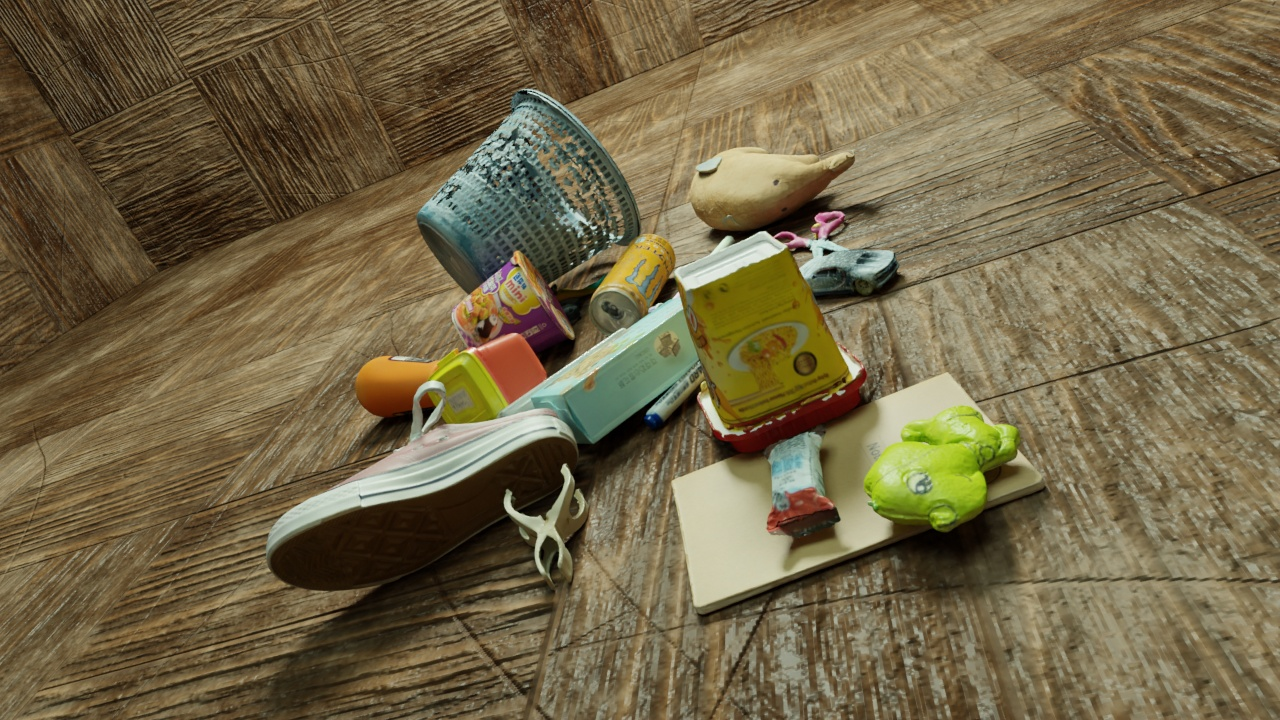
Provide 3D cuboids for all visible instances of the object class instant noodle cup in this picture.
[{"bbox_3d":[0.085,-0.018,0.661,0.116,0.124,0.116,-23,18,1],"label":"instant noodle cup"},{"bbox_3d":[-0.141,-0.046,0.988,0.099,0.111,0.111,-31,22,6],"label":"instant noodle cup"}]

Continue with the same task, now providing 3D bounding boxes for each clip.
[{"bbox_3d":[-0.074,0.121,0.649,0.095,0.035,0.101,-9,35,23],"label":"clip"}]

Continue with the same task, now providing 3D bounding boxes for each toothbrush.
[{"bbox_3d":[0.059,-0.091,0.990,0.020,0.029,0.189,32,44,11],"label":"toothbrush"}]

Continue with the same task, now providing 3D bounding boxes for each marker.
[{"bbox_3d":[0.055,0.003,0.765,0.145,0.017,0.017,-45,29,-20],"label":"marker"}]

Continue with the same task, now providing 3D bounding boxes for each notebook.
[{"bbox_3d":[0.122,0.077,0.580,0.208,0.008,0.147,-22,23,6],"label":"notebook"}]

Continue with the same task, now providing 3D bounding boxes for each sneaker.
[{"bbox_3d":[-0.169,0.094,0.709,0.240,0.118,0.088,-24,40,-13],"label":"sneaker"}]

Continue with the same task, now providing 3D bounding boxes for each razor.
[{"bbox_3d":[-0.054,-0.097,1.099,0.133,0.028,0.043,-22,10,20],"label":"razor"}]

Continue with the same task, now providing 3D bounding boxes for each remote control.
[{"bbox_3d":[-0.067,0.025,0.829,0.149,0.021,0.058,-36,-14,-24],"label":"remote control"}]

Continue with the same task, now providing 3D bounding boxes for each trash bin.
[{"bbox_3d":[-0.144,-0.169,1.087,0.194,0.226,0.227,-43,27,-15],"label":"trash bin"}]

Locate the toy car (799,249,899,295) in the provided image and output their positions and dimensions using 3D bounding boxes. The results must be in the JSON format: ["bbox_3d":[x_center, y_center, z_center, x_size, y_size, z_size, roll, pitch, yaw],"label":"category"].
[{"bbox_3d":[0.181,-0.080,0.832,0.106,0.031,0.048,-2,31,43],"label":"toy car"}]

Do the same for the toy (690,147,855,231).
[{"bbox_3d":[0.149,-0.202,1.063,0.143,0.082,0.226,-46,31,-17],"label":"toy"}]

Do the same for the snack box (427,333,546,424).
[{"bbox_3d":[-0.142,0.020,0.860,0.091,0.082,0.079,-30,4,46],"label":"snack box"}]

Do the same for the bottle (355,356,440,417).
[{"bbox_3d":[-0.231,0.026,0.975,0.150,0.067,0.066,-3,30,27],"label":"bottle"}]

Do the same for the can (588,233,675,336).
[{"bbox_3d":[-0.007,-0.083,0.985,0.058,0.058,0.145,-13,26,25],"label":"can"}]

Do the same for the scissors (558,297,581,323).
[{"bbox_3d":[-0.148,-0.033,1.083,0.176,0.014,0.132,-9,29,39],"label":"scissors"}]

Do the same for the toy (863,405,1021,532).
[{"bbox_3d":[0.167,0.061,0.520,0.100,0.031,0.097,-25,23,-12],"label":"toy"}]

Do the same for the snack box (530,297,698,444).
[{"bbox_3d":[-0.005,0.005,0.787,0.174,0.051,0.074,-36,12,-25],"label":"snack box"}]

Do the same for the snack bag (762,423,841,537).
[{"bbox_3d":[0.097,0.072,0.569,0.045,0.026,0.105,-27,20,18],"label":"snack bag"}]

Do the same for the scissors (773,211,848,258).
[{"bbox_3d":[0.174,-0.119,0.945,0.108,0.017,0.135,-14,29,21],"label":"scissors"}]
